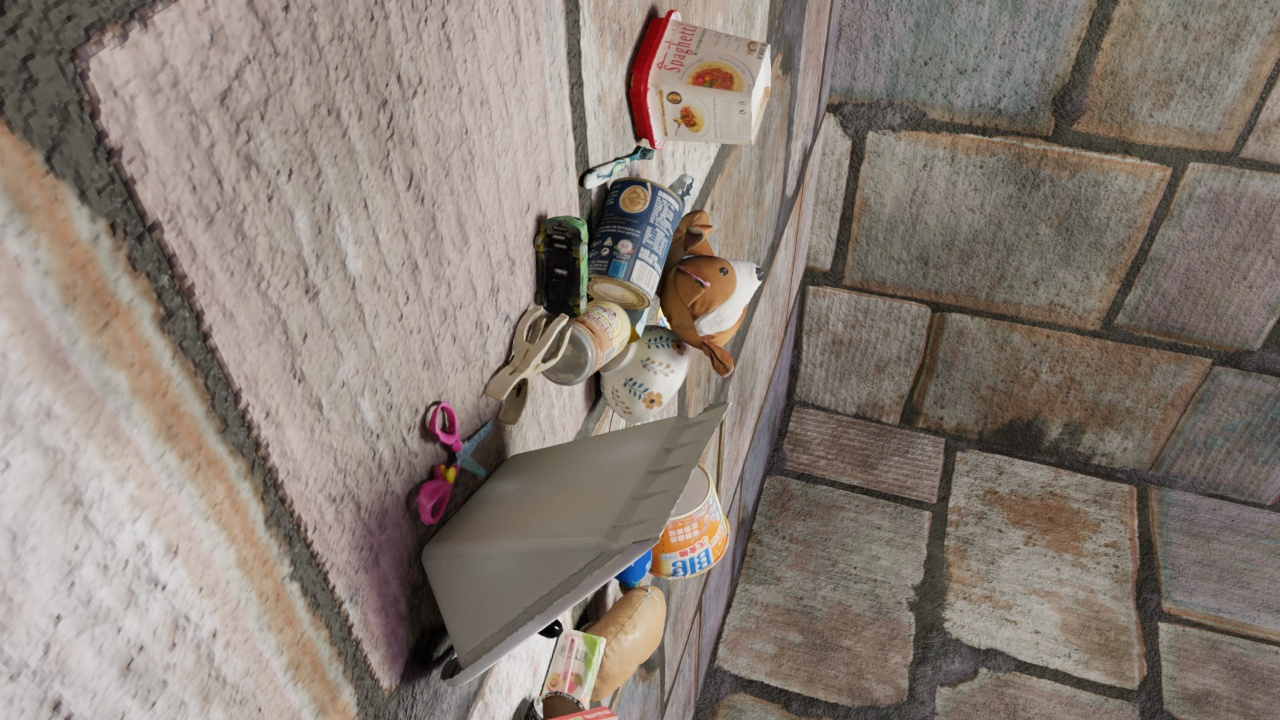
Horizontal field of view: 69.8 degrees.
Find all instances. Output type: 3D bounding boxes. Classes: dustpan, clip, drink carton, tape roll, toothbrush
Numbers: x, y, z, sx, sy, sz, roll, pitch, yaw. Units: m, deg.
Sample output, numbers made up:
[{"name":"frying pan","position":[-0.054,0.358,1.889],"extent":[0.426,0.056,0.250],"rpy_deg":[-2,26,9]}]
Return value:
[{"name":"dustpan","position":[-0.054,0.157,0.724],"extent":[0.222,0.258,0.143],"rpy_deg":[-50,126,-62]},{"name":"clip","position":[-0.094,0.001,0.758],"extent":[0.100,0.035,0.072],"rpy_deg":[-62,161,-24]},{"name":"drink carton","position":[-0.084,0.382,1.086],"extent":[0.045,0.053,0.122],"rpy_deg":[69,35,-65]},{"name":"tape roll","position":[-0.020,0.079,1.155],"extent":[0.085,0.014,0.086],"rpy_deg":[13,89,-76]},{"name":"toothbrush","position":[-0.019,-0.193,0.911],"extent":[0.191,0.018,0.016],"rpy_deg":[-50,149,-62]}]

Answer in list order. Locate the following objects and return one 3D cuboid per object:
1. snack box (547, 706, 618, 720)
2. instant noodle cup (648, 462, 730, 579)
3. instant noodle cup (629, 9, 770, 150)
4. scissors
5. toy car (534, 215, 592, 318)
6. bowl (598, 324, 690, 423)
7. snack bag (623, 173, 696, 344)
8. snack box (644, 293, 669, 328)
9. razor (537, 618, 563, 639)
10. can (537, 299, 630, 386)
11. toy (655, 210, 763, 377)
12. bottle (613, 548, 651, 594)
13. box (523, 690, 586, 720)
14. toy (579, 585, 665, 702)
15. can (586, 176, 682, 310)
[{"name":"snack box","position":[-0.094,0.417,0.965],"extent":[0.152,0.025,0.075],"rpy_deg":[4,100,-41]},{"name":"instant noodle cup","position":[0.046,0.213,1.286],"extent":[0.151,0.151,0.111],"rpy_deg":[-64,152,-44]},{"name":"instant noodle cup","position":[0.064,-0.281,0.940],"extent":[0.117,0.124,0.116],"rpy_deg":[73,32,-63]},{"name":"scissors","position":[-0.135,0.064,0.684],"extent":[0.134,0.017,0.113],"rpy_deg":[-57,151,-65]},{"name":"toy car","position":[-0.064,-0.079,0.777],"extent":[0.036,0.043,0.091],"rpy_deg":[-57,155,-57]},{"name":"bowl","position":[-0.006,0.006,1.003],"extent":[0.062,0.114,0.113],"rpy_deg":[34,62,-30]},{"name":"snack bag","position":[0.007,-0.109,0.977],"extent":[0.190,0.039,0.110],"rpy_deg":[-70,-168,-17]},{"name":"snack box","position":[0.015,-0.049,1.146],"extent":[0.087,0.034,0.140],"rpy_deg":[47,55,-74]},{"name":"razor","position":[-0.088,0.202,0.932],"extent":[0.068,0.062,0.167],"rpy_deg":[-49,-163,44]},{"name":"can","position":[-0.051,-0.019,0.847],"extent":[0.116,0.058,0.058],"rpy_deg":[-42,142,-67]},{"name":"toy","position":[0.072,-0.079,1.004],"extent":[0.199,0.131,0.140],"rpy_deg":[-87,151,-63]},{"name":"bottle","position":[-0.018,0.245,1.207],"extent":[0.219,0.065,0.065],"rpy_deg":[89,19,-46]},{"name":"box","position":[-0.098,0.450,1.022],"extent":[0.076,0.087,0.163],"rpy_deg":[-148,-118,-71]},{"name":"toy","position":[-0.011,0.362,1.233],"extent":[0.225,0.082,0.144],"rpy_deg":[-24,147,-57]},{"name":"can","position":[-0.010,-0.112,0.897],"extent":[0.075,0.075,0.111],"rpy_deg":[64,41,-68]}]
